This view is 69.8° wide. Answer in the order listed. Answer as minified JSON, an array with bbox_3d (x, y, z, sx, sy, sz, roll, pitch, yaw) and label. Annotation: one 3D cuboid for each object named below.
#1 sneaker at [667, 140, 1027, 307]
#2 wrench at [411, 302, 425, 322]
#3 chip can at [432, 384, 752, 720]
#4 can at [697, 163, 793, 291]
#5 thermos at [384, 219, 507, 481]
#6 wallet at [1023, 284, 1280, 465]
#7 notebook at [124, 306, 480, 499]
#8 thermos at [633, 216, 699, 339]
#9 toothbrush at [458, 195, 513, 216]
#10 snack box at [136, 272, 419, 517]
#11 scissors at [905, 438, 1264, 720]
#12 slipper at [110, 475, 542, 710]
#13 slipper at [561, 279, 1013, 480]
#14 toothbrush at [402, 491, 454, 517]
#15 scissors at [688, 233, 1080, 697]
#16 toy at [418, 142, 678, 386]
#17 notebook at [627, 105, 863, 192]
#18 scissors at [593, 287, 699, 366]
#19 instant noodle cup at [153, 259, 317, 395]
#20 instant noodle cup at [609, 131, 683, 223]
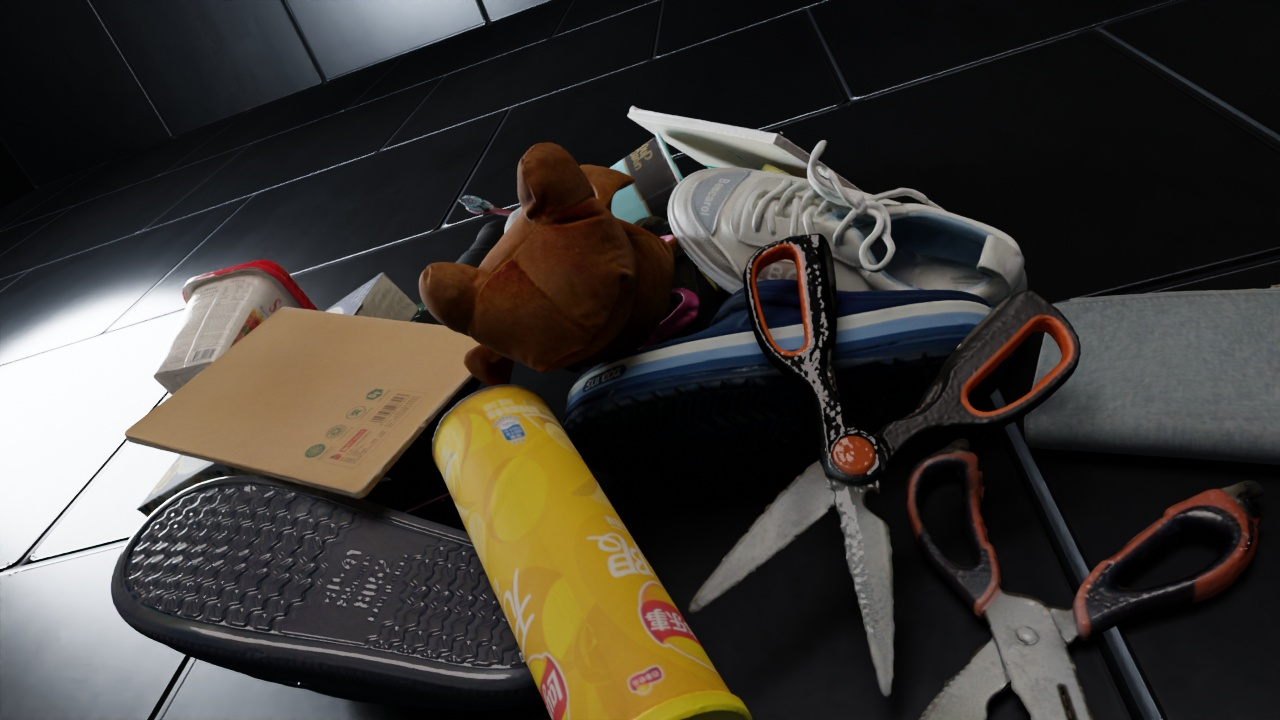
[{"bbox_3d":[0.114,-0.076,0.563,0.242,0.091,0.089,23,75,27],"label":"sneaker"},{"bbox_3d":[-0.264,-0.004,0.850,0.056,0.016,0.272,8,41,42],"label":"wrench"},{"bbox_3d":[-0.032,0.098,0.422,0.072,0.072,0.213,-28,43,-10],"label":"chip can"},{"bbox_3d":[0.078,-0.100,0.687,0.083,0.057,0.102,-25,22,0],"label":"can"},{"bbox_3d":[-0.140,-0.010,0.719,0.068,0.090,0.241,6,42,15],"label":"thermos"},{"bbox_3d":[0.269,0.006,0.457,0.130,0.037,0.106,1,47,36],"label":"wallet"},{"bbox_3d":[-0.204,0.016,0.578,0.208,0.008,0.147,7,40,29],"label":"notebook"},{"bbox_3d":[-0.024,-0.052,0.704,0.143,0.093,0.092,-12,30,31],"label":"thermos"},{"bbox_3d":[-0.082,-0.119,0.767,0.188,0.017,0.016,17,81,33],"label":"toothbrush"},{"bbox_3d":[-0.270,0.035,0.689,0.183,0.046,0.177,-24,30,34],"label":"snack box"},{"bbox_3d":[0.164,0.101,0.389,0.222,0.015,0.189,-32,31,-18],"label":"scissors"},{"bbox_3d":[-0.155,0.139,0.489,0.268,0.083,0.110,9,37,13],"label":"slipper"},{"bbox_3d":[0.072,-0.002,0.518,0.253,0.105,0.095,-12,53,12],"label":"slipper"},{"bbox_3d":[-0.115,0.088,0.606,0.189,0.018,0.014,-24,28,2],"label":"toothbrush"},{"bbox_3d":[0.103,0.028,0.427,0.221,0.022,0.232,-23,61,-5],"label":"scissors"},{"bbox_3d":[-0.043,-0.048,0.543,0.140,0.130,0.199,-45,-16,13],"label":"toy"},{"bbox_3d":[0.097,-0.165,0.769,0.209,0.150,0.012,30,96,54],"label":"notebook"},{"bbox_3d":[-0.003,0.002,0.622,0.133,0.017,0.134,21,82,38],"label":"scissors"},{"bbox_3d":[-0.372,-0.012,0.850,0.117,0.116,0.124,-10,42,21],"label":"instant noodle cup"},{"bbox_3d":[-0.013,-0.123,0.801,0.120,0.111,0.111,-26,28,9],"label":"instant noodle cup"}]
